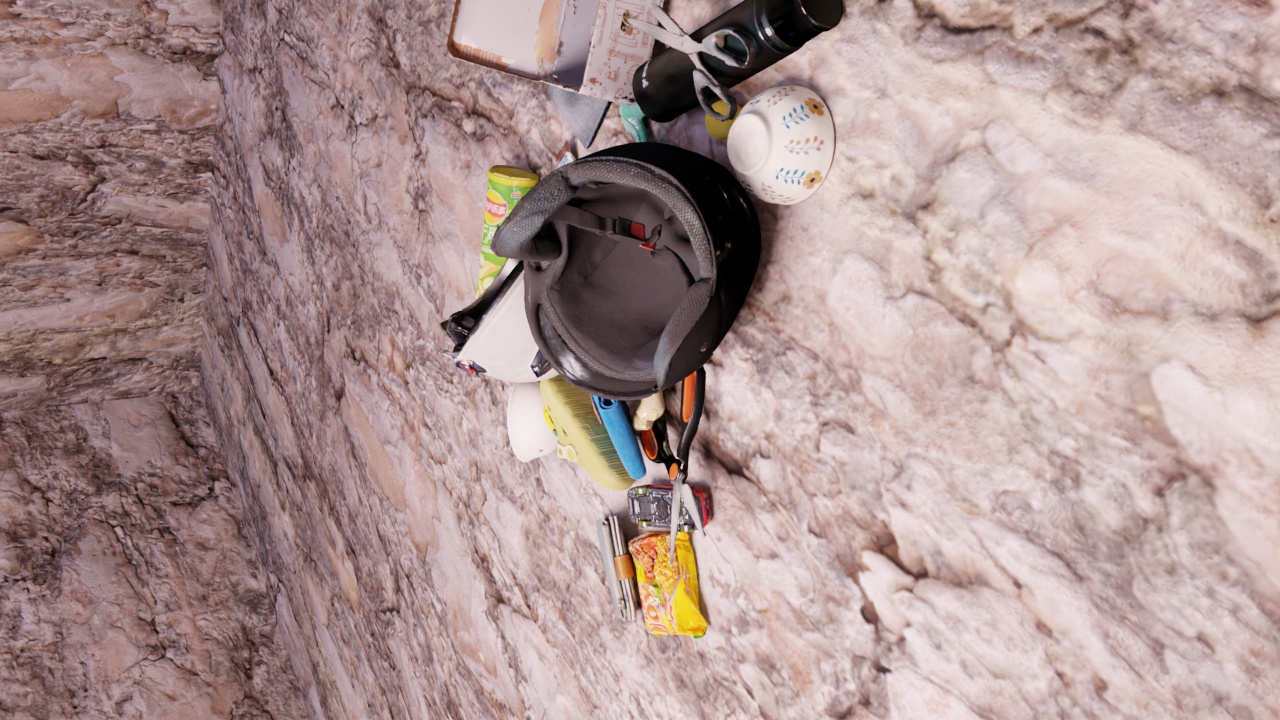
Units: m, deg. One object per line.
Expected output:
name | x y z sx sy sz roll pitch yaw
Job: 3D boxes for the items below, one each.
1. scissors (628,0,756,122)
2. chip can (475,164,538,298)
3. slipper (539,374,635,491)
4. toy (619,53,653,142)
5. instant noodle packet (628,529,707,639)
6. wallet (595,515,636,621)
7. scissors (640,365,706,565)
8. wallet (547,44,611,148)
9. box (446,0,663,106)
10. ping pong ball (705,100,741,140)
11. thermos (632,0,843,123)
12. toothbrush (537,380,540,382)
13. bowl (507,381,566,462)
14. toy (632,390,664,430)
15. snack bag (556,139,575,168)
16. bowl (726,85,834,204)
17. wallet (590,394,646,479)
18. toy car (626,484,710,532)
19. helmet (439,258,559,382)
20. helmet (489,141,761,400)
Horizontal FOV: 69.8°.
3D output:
scissors | 0.049 -0.306 0.888 0.166 0.014 0.163 -7 101 54
chip can | -0.193 -0.162 1.311 0.072 0.072 0.222 36 124 45
slipper | -0.080 0.099 1.177 0.082 0.091 0.190 -46 62 23
toy | 0.003 -0.292 1.056 0.092 0.030 0.096 -31 70 56
instant noodle packet | 0.031 0.270 1.105 0.111 0.044 0.128 -21 79 58
wallet | -0.026 0.262 1.168 0.107 0.037 0.129 123 135 -77
scissors | 0.042 0.108 1.027 0.225 0.021 0.221 -169 91 -68
wallet | -0.075 -0.343 1.165 0.120 0.019 0.097 60 141 26
box | -0.092 -0.409 1.060 0.273 0.130 0.179 24 109 28
ping pong ball | 0.086 -0.246 0.938 0.040 0.040 0.040 13 106 52
thermos | 0.093 -0.316 0.909 0.243 0.068 0.089 -12 54 52
toothbrush | -0.157 0.043 1.346 0.015 0.018 0.182 57 138 27
bowl | -0.130 0.080 1.261 0.065 0.118 0.118 -4 94 16
toy | -0.006 0.006 1.088 0.105 0.066 0.157 124 137 -58
snack bag | -0.089 -0.231 1.194 0.045 0.026 0.105 -41 61 61
bowl | 0.123 -0.207 0.878 0.114 0.062 0.113 10 102 53
wallet | -0.032 0.065 1.090 0.106 0.040 0.133 -113 2 -47
toy car | 0.035 0.170 1.078 0.121 0.045 0.053 -2 96 48
helmet | -0.125 -0.062 1.137 0.230 0.157 0.274 -55 19 -6
helmet | -0.003 -0.092 0.934 0.233 0.229 0.276 41 136 11
